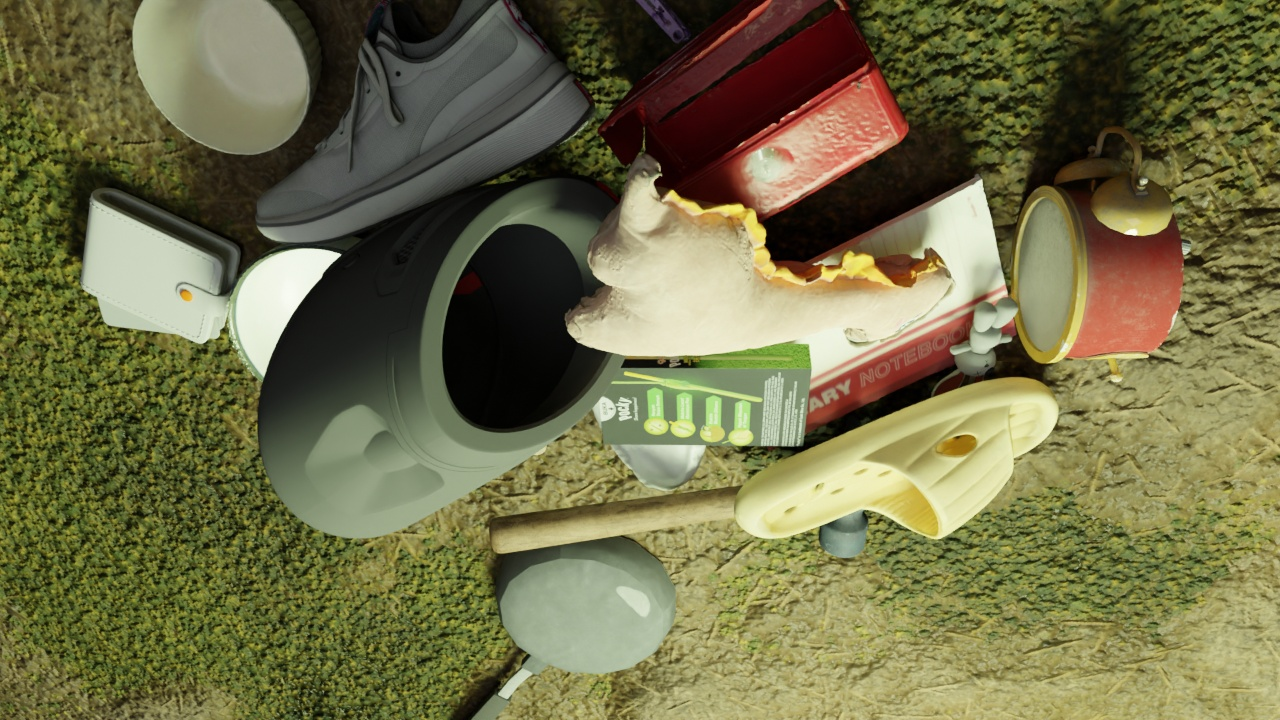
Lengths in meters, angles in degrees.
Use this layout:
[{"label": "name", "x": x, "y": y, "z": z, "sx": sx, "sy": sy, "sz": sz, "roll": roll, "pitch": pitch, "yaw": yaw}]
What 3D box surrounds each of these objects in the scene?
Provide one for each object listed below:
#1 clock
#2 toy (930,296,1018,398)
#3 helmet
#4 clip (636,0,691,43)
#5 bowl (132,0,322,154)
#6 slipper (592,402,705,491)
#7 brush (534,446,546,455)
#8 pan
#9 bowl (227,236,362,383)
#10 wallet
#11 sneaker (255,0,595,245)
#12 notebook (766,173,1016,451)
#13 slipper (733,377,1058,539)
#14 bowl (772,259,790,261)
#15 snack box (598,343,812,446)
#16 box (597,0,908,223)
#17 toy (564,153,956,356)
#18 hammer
[{"label": "clock", "x": 0.307, "y": -0.073, "z": 0.601, "sx": 0.081, "sy": 0.117, "sz": 0.159, "roll": -1, "pitch": 116, "yaw": 3}, {"label": "toy", "x": 0.247, "y": -0.002, "z": 0.677, "sx": 0.049, "sy": 0.030, "sz": 0.112, "roll": -12, "pitch": 140, "yaw": -13}, {"label": "helmet", "x": -0.129, "y": -0.008, "z": 0.582, "sx": 0.170, "sy": 0.264, "sz": 0.164, "roll": 1, "pitch": 137, "yaw": 47}, {"label": "clip", "x": 0.016, "y": -0.225, "z": 0.597, "sx": 0.014, "sy": 0.042, "sz": 0.052, "roll": -41, "pitch": 74, "yaw": 26}, {"label": "bowl", "x": -0.265, "y": -0.203, "z": 0.612, "sx": 0.115, "sy": 0.062, "sz": 0.115, "roll": 3, "pitch": 122, "yaw": 5}, {"label": "slipper", "x": -0.004, "y": 0.004, "z": 0.716, "sx": 0.112, "sy": 0.074, "sz": 0.247, "roll": -1, "pitch": 125, "yaw": 25}, {"label": "brush", "x": -0.130, "y": 0.027, "z": 0.773, "sx": 0.039, "sy": 0.012, "sz": 0.151, "roll": -31, "pitch": 115, "yaw": 23}, {"label": "pan", "x": -0.103, "y": 0.302, "z": 0.927, "sx": 0.178, "sy": 0.041, "sz": 0.358, "roll": 31, "pitch": 121, "yaw": -13}, {"label": "bowl", "x": -0.228, "y": -0.033, "z": 0.710, "sx": 0.153, "sy": 0.072, "sz": 0.154, "roll": 3, "pitch": 122, "yaw": 5}, {"label": "wallet", "x": -0.385, "y": -0.061, "z": 0.732, "sx": 0.118, "sy": 0.037, "sz": 0.116, "roll": 26, "pitch": 122, "yaw": -6}, {"label": "sneaker", "x": -0.168, "y": -0.164, "z": 0.617, "sx": 0.263, "sy": 0.096, "sz": 0.129, "roll": -20, "pitch": 106, "yaw": 19}, {"label": "notebook", "x": 0.162, "y": -0.026, "z": 0.665, "sx": 0.209, "sy": 0.012, "sz": 0.153, "roll": -26, "pitch": 128, "yaw": 8}, {"label": "slipper", "x": 0.200, "y": 0.091, "z": 0.688, "sx": 0.261, "sy": 0.079, "sz": 0.111, "roll": -19, "pitch": 140, "yaw": 2}, {"label": "bowl", "x": 0.094, "y": -0.032, "z": 0.682, "sx": 0.114, "sy": 0.045, "sz": 0.114, "roll": -6, "pitch": 128, "yaw": -9}, {"label": "snack box", "x": 0.045, "y": 0.026, "z": 0.660, "sx": 0.147, "sy": 0.025, "sz": 0.080, "roll": 0, "pitch": 134, "yaw": 4}, {"label": "box", "x": 0.070, "y": -0.157, "z": 0.566, "sx": 0.158, "sy": 0.134, "sz": 0.112, "roll": -32, "pitch": 112, "yaw": 24}, {"label": "toy", "x": 0.090, "y": -0.053, "z": 0.542, "sx": 0.264, "sy": 0.065, "sz": 0.197, "roll": -5, "pitch": 153, "yaw": -19}, {"label": "hammer", "x": 0.039, "y": 0.119, "z": 0.747, "sx": 0.321, "sy": 0.040, "sz": 0.129, "roll": -6, "pitch": 121, "yaw": -10}]
